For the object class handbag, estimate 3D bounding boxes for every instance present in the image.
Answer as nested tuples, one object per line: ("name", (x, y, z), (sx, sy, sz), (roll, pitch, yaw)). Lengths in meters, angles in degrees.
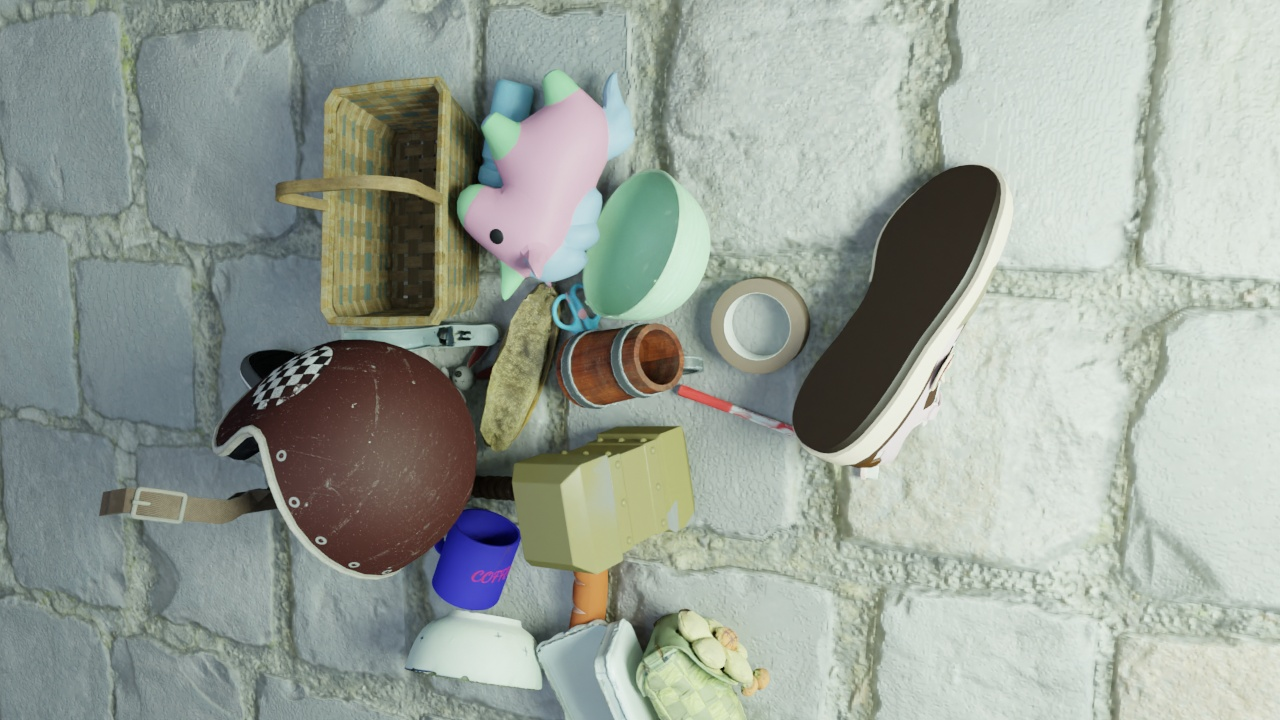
("handbag", (0.076, 0.343, 0.949), (0.117, 0.113, 0.186), (-30, 90, 9))

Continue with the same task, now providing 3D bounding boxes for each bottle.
("bottle", (-0.145, -0.228, 0.969), (0.040, 0.040, 0.130), (18, 105, 17))

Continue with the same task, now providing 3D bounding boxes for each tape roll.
("tape roll", (0.118, -0.035, 0.905), (0.094, 0.030, 0.094), (3, 100, 20))

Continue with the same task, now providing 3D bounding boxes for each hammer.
("hammer", (-0.124, 0.136, 0.973), (0.326, 0.189, 0.101), (-4, 97, 39))

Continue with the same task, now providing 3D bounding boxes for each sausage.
("sausage", (-0.060, 0.274, 1.018), (0.044, 0.039, 0.164), (5, 102, -6))

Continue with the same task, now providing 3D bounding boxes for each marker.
("marker", (0.104, 0.054, 0.935), (0.142, 0.012, 0.013), (20, 105, 17))

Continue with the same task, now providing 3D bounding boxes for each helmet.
("helmet", (-0.290, 0.094, 0.878), (0.254, 0.233, 0.233), (-10, 136, 29))

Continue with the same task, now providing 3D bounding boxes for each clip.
("clip", (-0.254, -0.032, 1.021), (0.165, 0.168, 0.031), (19, 109, 60))

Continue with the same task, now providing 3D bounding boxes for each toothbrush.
("toothbrush", (0.225, 0.028, 0.883), (0.018, 0.015, 0.181), (3, 100, 14))

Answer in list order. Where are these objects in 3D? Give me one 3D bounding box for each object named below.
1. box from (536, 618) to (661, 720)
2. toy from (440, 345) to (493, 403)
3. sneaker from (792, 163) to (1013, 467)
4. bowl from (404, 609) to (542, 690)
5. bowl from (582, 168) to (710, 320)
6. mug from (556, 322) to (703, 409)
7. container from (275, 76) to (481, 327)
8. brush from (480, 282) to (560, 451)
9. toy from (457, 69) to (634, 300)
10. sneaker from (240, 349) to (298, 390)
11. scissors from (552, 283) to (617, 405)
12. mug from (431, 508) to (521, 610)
("box", (-0.023, 0.388, 0.967), (0.130, 0.105, 0.211), (-25, 100, 9))
("toy", (-0.200, 0.020, 1.036), (0.112, 0.030, 0.049), (-35, 85, 10))
("sneaker", (0.259, -0.028, 0.828), (0.112, 0.116, 0.294), (30, 94, 50))
("bowl", (-0.180, 0.322, 1.026), (0.154, 0.153, 0.072), (3, 71, 20))
("bowl", (0.015, -0.103, 0.894), (0.151, 0.077, 0.150), (-28, 53, 45))
("mug", (-0.005, 0.005, 0.923), (0.111, 0.117, 0.081), (-10, 77, 47))
("container", (-0.259, -0.159, 0.929), (0.158, 0.186, 0.250), (1, 89, 21))
("brush", (-0.130, 0.009, 0.992), (0.059, 0.043, 0.195), (20, 101, -1))
("toy", (-0.083, -0.177, 0.909), (0.222, 0.120, 0.171), (-36, 90, 0))
("sneaker", (-0.397, 0.112, 1.104), (0.257, 0.092, 0.161), (38, 118, 13))
("scissors", (-0.050, -0.015, 0.973), (0.015, 0.055, 0.136), (-9, 106, 66))
("mug", (-0.197, 0.217, 1.046), (0.111, 0.079, 0.084), (31, 109, 32))
